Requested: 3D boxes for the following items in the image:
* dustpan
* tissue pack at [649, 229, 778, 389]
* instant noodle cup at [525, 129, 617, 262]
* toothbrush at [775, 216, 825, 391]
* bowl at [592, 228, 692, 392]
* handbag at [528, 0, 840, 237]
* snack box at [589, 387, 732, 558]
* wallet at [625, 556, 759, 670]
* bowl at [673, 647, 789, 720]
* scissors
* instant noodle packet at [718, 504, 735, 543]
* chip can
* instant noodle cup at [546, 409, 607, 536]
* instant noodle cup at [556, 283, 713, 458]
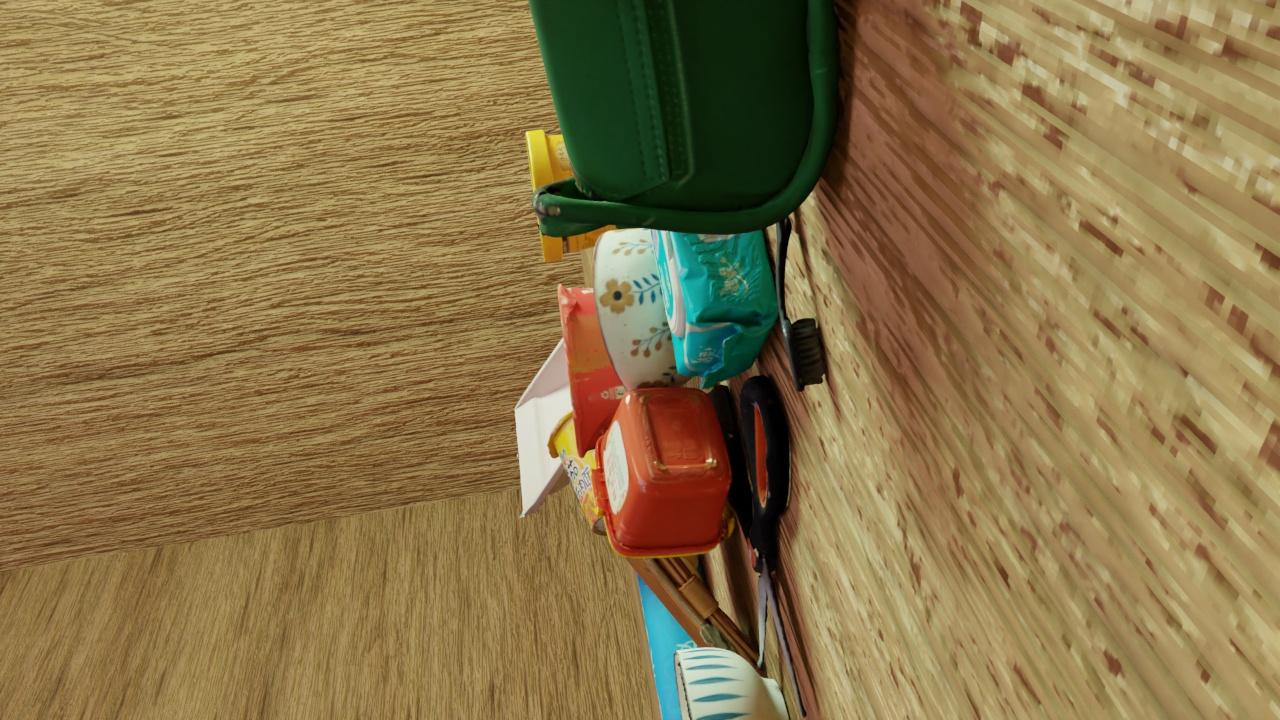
[{"bbox_3d":[-0.082,0.020,1.129,0.139,0.273,0.222,54,-171,-34],"label":"dustpan"},{"bbox_3d":[0.036,-0.055,0.506,0.093,0.050,0.133,99,162,-71],"label":"tissue pack"},{"bbox_3d":[-0.041,-0.156,0.839,0.118,0.114,0.118,170,92,-85],"label":"instant noodle cup"},{"bbox_3d":[0.062,-0.080,0.410,0.014,0.016,0.189,55,-152,-80],"label":"toothbrush"},{"bbox_3d":[0.018,-0.034,0.596,0.113,0.062,0.113,-10,-90,-73],"label":"bowl"},{"bbox_3d":[0.007,-0.110,0.334,0.068,0.120,0.131,-101,-2,-53],"label":"handbag"},{"bbox_3d":[0.014,0.067,0.572,0.080,0.082,0.091,105,158,-48],"label":"snack box"},{"bbox_3d":[0.037,0.188,0.715,0.132,0.031,0.108,48,166,10],"label":"wallet"},{"bbox_3d":[0.064,0.249,0.617,0.116,0.066,0.116,169,92,-86],"label":"bowl"},{"bbox_3d":[0.068,0.098,0.568,0.220,0.021,0.234,-105,9,-53],"label":"scissors"},{"bbox_3d":[0.016,0.108,0.741,0.044,0.111,0.128,-63,2,-3],"label":"instant noodle packet"},{"bbox_3d":[0.042,0.277,0.892,0.071,0.071,0.210,89,171,-57],"label":"chip can"},{"bbox_3d":[-0.013,0.109,0.937,0.138,0.138,0.109,91,161,-63],"label":"instant noodle cup"},{"bbox_3d":[-0.004,0.004,0.724,0.138,0.108,0.138,172,92,-86],"label":"instant noodle cup"}]
